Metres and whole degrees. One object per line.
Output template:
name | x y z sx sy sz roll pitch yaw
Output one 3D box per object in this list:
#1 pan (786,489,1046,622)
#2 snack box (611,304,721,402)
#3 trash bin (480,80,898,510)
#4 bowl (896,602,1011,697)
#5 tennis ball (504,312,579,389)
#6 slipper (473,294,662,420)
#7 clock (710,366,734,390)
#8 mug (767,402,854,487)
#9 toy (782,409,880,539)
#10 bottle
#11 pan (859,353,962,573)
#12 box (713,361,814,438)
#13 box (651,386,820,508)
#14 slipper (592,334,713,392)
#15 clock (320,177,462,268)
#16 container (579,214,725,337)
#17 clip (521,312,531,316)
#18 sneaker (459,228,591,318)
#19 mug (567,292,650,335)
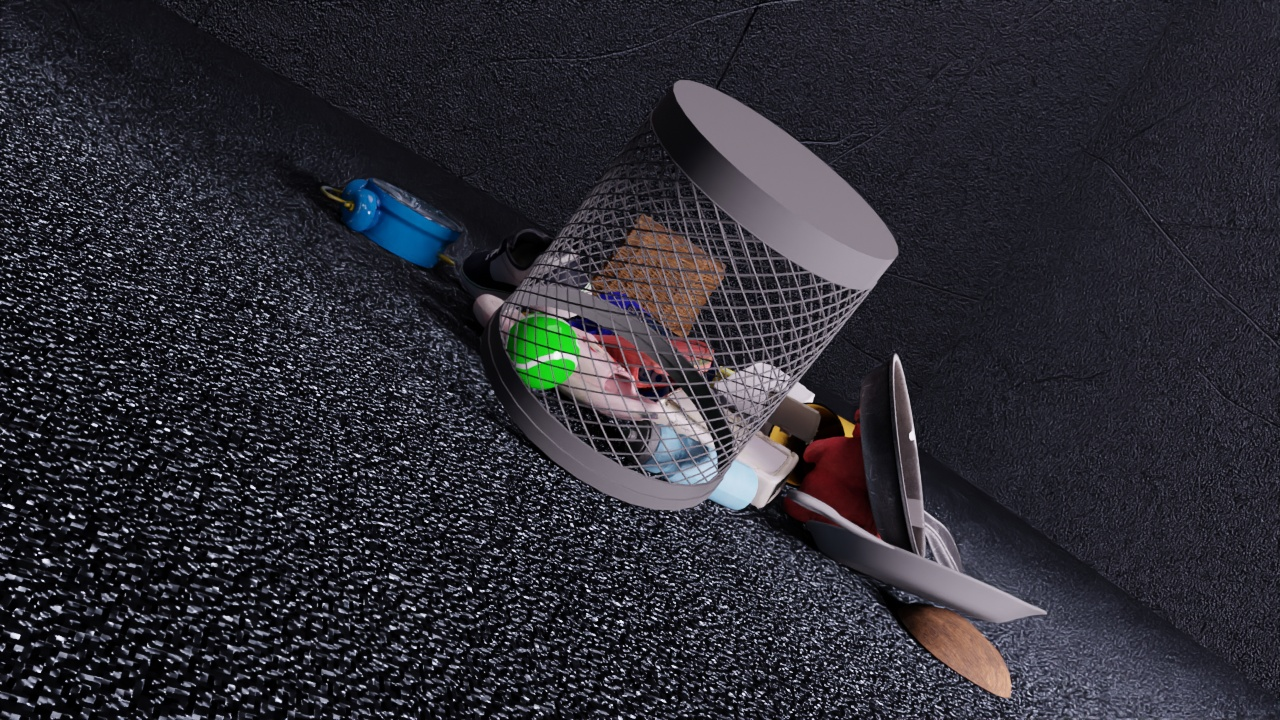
pan | 0.198 0.161 0.738 0.217 0.024 0.354 15 -13 40
snack box | 0.019 0.003 1.068 0.150 0.082 0.027 36 10 40
trash bin | 0.036 -0.049 0.664 0.217 0.228 0.217 29 28 -17
bowl | 0.267 0.232 0.765 0.102 0.026 0.114 31 7 -5
tennis ball | -0.084 -0.008 0.782 0.065 0.065 0.065 31 8 -5
slipper | -0.068 -0.005 0.871 0.222 0.056 0.106 33 6 23
clock | 0.139 0.052 1.322 0.119 0.057 0.083 27 6 13
mug | 0.207 0.112 1.096 0.124 0.100 0.094 -14 -25 35
toy | 0.211 0.116 0.890 0.088 0.133 0.094 12 12 -35
bottle | 0.039 0.085 0.764 0.130 0.040 0.040 28 8 -27
pan | 0.267 0.140 0.885 0.357 0.055 0.186 61 29 -44
box | 0.171 0.087 1.227 0.120 0.137 0.109 -24 42 -27
box | 0.105 0.056 0.930 0.143 0.070 0.186 33 24 14
slipper | -0.006 0.006 0.976 0.103 0.059 0.249 -2 7 -27
clock | -0.282 -0.163 1.039 0.161 0.060 0.117 26 10 -24
container | 0.022 -0.113 1.445 0.162 0.183 0.249 35 8 10
clip | -0.110 -0.042 1.013 0.044 0.054 0.049 6 -6 -26
sneaker | -0.133 -0.107 0.994 0.235 0.084 0.079 20 -49 52
mug | -0.041 -0.038 1.162 0.111 0.079 0.083 -1 19 -18
